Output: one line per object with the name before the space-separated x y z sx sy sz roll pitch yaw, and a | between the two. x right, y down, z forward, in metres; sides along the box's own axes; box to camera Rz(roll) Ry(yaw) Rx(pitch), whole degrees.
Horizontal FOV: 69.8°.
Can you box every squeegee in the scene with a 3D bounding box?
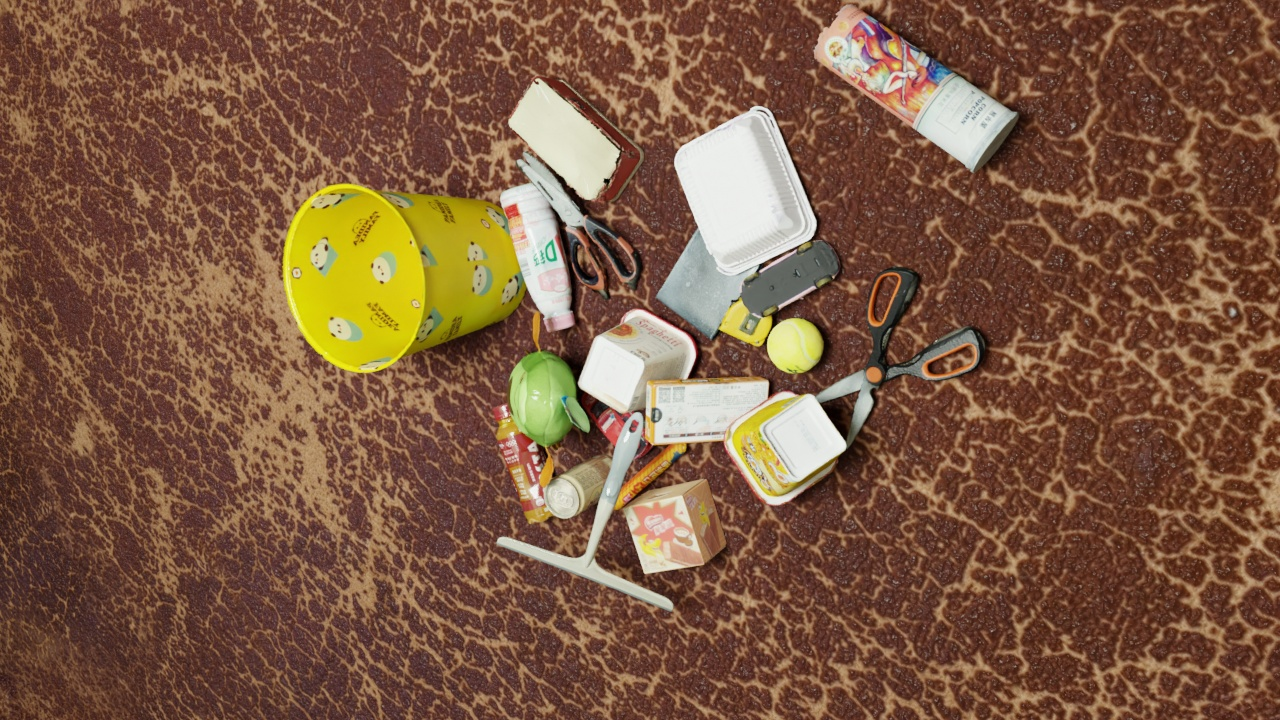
squeegee | -0.040 0.179 1.146 0.246 0.039 0.247 20 108 5

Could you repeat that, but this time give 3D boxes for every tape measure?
tape measure | 0.132 -0.049 1.119 0.060 0.028 0.057 25 112 -2

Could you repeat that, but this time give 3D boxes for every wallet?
wallet | 0.085 -0.100 1.151 0.097 0.019 0.121 39 114 17

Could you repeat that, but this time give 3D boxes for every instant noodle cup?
instant noodle cup | -0.007 0.007 1.162 0.116 0.124 0.117 30 112 20
instant noodle cup | 0.113 -0.200 1.083 0.138 0.060 0.173 -24 83 27
instant noodle cup | 0.173 0.097 1.063 0.116 0.124 0.116 -32 83 -11

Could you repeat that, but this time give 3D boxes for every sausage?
sausage | 0.009 0.155 1.243 0.166 0.021 0.021 -45 78 28

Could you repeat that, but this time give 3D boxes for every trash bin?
trash bin | -0.293 -0.118 1.217 0.230 0.254 0.230 6 103 27

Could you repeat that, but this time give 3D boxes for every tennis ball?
tennis ball | 0.183 -0.017 1.086 0.066 0.065 0.065 6 103 28

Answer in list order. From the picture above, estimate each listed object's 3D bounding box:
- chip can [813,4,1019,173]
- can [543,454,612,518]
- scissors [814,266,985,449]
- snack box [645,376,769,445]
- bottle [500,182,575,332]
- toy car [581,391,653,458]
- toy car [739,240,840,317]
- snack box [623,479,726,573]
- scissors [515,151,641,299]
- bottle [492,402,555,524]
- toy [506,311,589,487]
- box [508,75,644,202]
chip can | 0.287 -0.290 0.970 0.215 0.071 0.071 41 116 16
can | -0.076 0.169 1.238 0.059 0.116 0.058 6 103 28
scissors | 0.285 -0.004 1.062 0.221 0.021 0.224 -6 95 35
snack box | 0.082 0.061 1.123 0.026 0.153 0.075 -146 56 -68
bottle | -0.131 -0.138 1.236 0.068 0.068 0.197 -12 97 30
toy car | -0.033 0.080 1.238 0.120 0.045 0.053 48 117 14
toy car | 0.176 -0.096 1.083 0.122 0.037 0.056 -29 84 12
snack box | 0.046 0.217 1.204 0.093 0.076 0.094 -16 92 30
scissors | -0.091 -0.172 1.197 0.206 0.015 0.195 19 124 11
bottle | -0.164 0.144 1.315 0.058 0.057 0.175 -21 90 30
toy | -0.127 0.049 1.191 0.090 0.247 0.227 -7 88 -10
box | -0.089 -0.281 1.173 0.168 0.079 0.091 44 116 15
